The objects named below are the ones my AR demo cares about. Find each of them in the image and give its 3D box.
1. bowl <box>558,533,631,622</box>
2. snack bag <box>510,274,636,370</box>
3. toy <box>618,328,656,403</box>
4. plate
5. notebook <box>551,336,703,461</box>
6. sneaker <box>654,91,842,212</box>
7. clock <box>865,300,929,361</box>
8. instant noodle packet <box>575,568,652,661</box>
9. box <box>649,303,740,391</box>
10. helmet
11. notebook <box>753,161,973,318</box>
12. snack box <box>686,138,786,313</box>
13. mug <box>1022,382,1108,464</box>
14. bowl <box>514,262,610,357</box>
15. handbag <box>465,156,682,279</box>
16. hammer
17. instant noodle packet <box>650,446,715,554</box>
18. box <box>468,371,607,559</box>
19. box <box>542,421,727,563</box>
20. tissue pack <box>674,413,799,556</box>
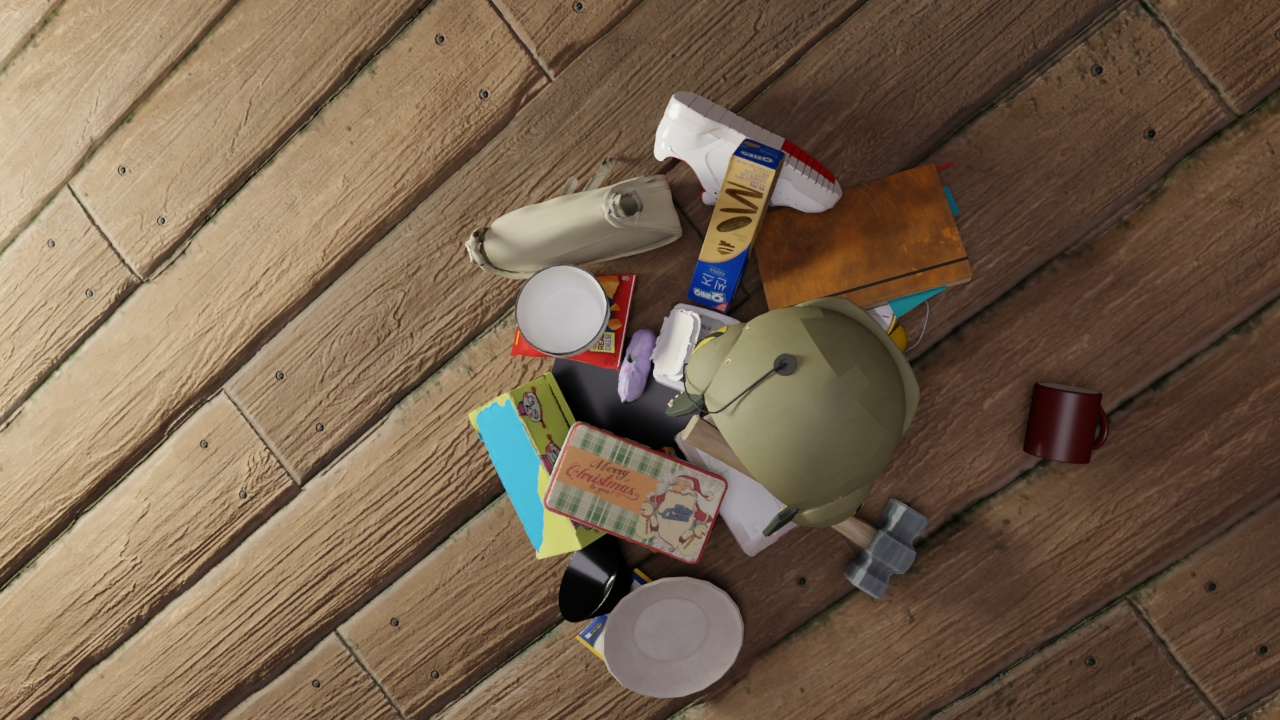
[{"bbox_3d":[-0.049,0.296,1.215,0.052,0.124,0.124,33,104,-28],"label":"bowl"},{"bbox_3d":[-0.086,-0.058,1.192,0.144,0.039,0.130,8,78,10],"label":"snack bag"},{"bbox_3d":[-0.007,0.007,1.161,0.036,0.080,0.099,17,92,11],"label":"toy"},{"bbox_3d":[0.042,0.361,1.210,0.188,0.027,0.189,-2,110,-7],"label":"plate"},{"bbox_3d":[-0.021,0.046,1.214,0.207,0.016,0.149,18,99,9],"label":"notebook"},{"bbox_3d":[0.124,-0.229,1.126,0.236,0.090,0.104,28,121,0],"label":"sneaker"},{"bbox_3d":[0.273,-0.060,1.124,0.152,0.052,0.113,14,99,13],"label":"clock"},{"bbox_3d":[-0.014,0.355,1.241,0.087,0.026,0.134,39,102,0],"label":"instant noodle packet"},{"bbox_3d":[0.067,-0.016,1.122,0.103,0.130,0.110,18,84,8],"label":"box"},{"bbox_3d":[0.180,0.047,1.009,0.233,0.255,0.250,-39,89,17],"label":"helmet"},{"bbox_3d":[0.266,-0.130,1.096,0.249,0.014,0.178,-15,66,13],"label":"notebook"},{"bbox_3d":[0.112,-0.156,1.097,0.056,0.057,0.207,22,129,7],"label":"snack box"},{"bbox_3d":[0.512,0.074,1.086,0.105,0.073,0.082,4,98,-18],"label":"mug"},{"bbox_3d":[-0.092,-0.057,1.136,0.116,0.065,0.116,-1,80,8],"label":"bowl"},{"bbox_3d":[-0.082,-0.183,1.121,0.229,0.183,0.132,-17,89,19],"label":"handbag"},{"bbox_3d":[0.194,0.164,1.123,0.323,0.051,0.117,32,90,-7],"label":"hammer"},{"bbox_3d":[0.029,0.180,1.193,0.099,0.039,0.135,-25,97,30],"label":"instant noodle packet"},{"bbox_3d":[-0.124,0.137,1.188,0.125,0.082,0.221,-29,86,50],"label":"box"},{"bbox_3d":[-0.006,0.160,1.108,0.205,0.050,0.117,23,82,-4],"label":"box"},{"bbox_3d":[0.121,0.152,1.178,0.104,0.071,0.181,-33,92,-3],"label":"tissue pack"}]
